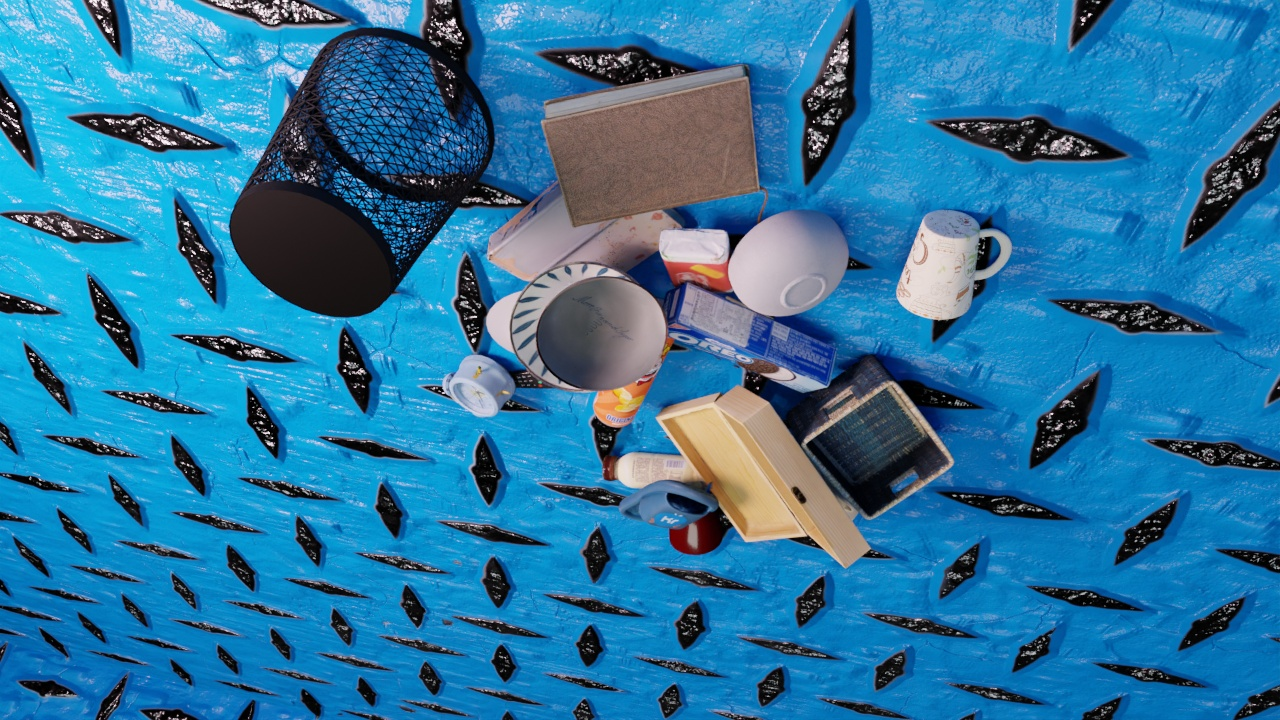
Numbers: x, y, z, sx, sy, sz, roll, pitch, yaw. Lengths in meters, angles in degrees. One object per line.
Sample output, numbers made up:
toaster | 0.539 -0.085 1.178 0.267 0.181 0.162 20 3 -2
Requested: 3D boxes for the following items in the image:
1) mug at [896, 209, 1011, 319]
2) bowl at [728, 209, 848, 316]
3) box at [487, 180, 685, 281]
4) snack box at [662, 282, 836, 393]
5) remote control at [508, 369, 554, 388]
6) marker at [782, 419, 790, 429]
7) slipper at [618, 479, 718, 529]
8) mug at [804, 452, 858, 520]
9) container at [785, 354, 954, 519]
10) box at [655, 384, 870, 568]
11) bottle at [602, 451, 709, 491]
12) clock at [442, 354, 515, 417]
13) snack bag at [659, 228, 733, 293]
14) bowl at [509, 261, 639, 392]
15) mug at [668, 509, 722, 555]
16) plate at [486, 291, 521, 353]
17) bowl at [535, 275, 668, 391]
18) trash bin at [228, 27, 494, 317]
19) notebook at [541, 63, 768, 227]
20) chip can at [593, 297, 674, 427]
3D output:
mug | 0.348 -0.110 1.000 0.122 0.081 0.097 -7 131 -7
bowl | 0.170 -0.098 1.018 0.131 0.064 0.132 -14 145 -10
box | -0.068 -0.150 1.099 0.148 0.042 0.217 24 141 -36
snack box | 0.133 -0.025 1.125 0.226 0.059 0.059 22 163 -22
remote control | -0.143 0.026 1.331 0.125 0.010 0.039 -3 136 20
marker | 0.169 0.108 1.326 0.123 0.015 0.018 -24 125 34
slipper | 0.041 0.225 1.380 0.103 0.059 0.214 20 155 -23
mug | 0.264 0.188 1.325 0.104 0.085 0.112 40 167 -10
container | 0.300 0.102 1.200 0.145 0.071 0.187 -37 121 12
box | 0.165 0.154 1.257 0.247 0.096 0.262 55 152 -15
bottle | 0.023 0.170 1.407 0.162 0.056 0.057 2 137 15
clock | -0.239 0.043 1.341 0.089 0.051 0.125 42 143 -17
snack bag | 0.069 -0.114 1.063 0.077 0.036 0.116 4 163 12
bowl | -0.072 -0.053 1.128 0.177 0.070 0.177 -3 120 -5
mug | 0.074 0.245 1.468 0.114 0.086 0.088 12 124 29
plate | -0.118 -0.036 1.215 0.173 0.019 0.173 0 148 0
bowl | -0.046 -0.040 1.063 0.150 0.056 0.151 -3 120 -5
trash bin | -0.294 -0.187 0.963 0.217 0.242 0.217 8 139 7
notebook | 0.021 -0.205 0.969 0.215 0.034 0.190 -11 136 4
chip can | -0.007 0.007 1.231 0.062 0.062 0.211 20 139 -5
